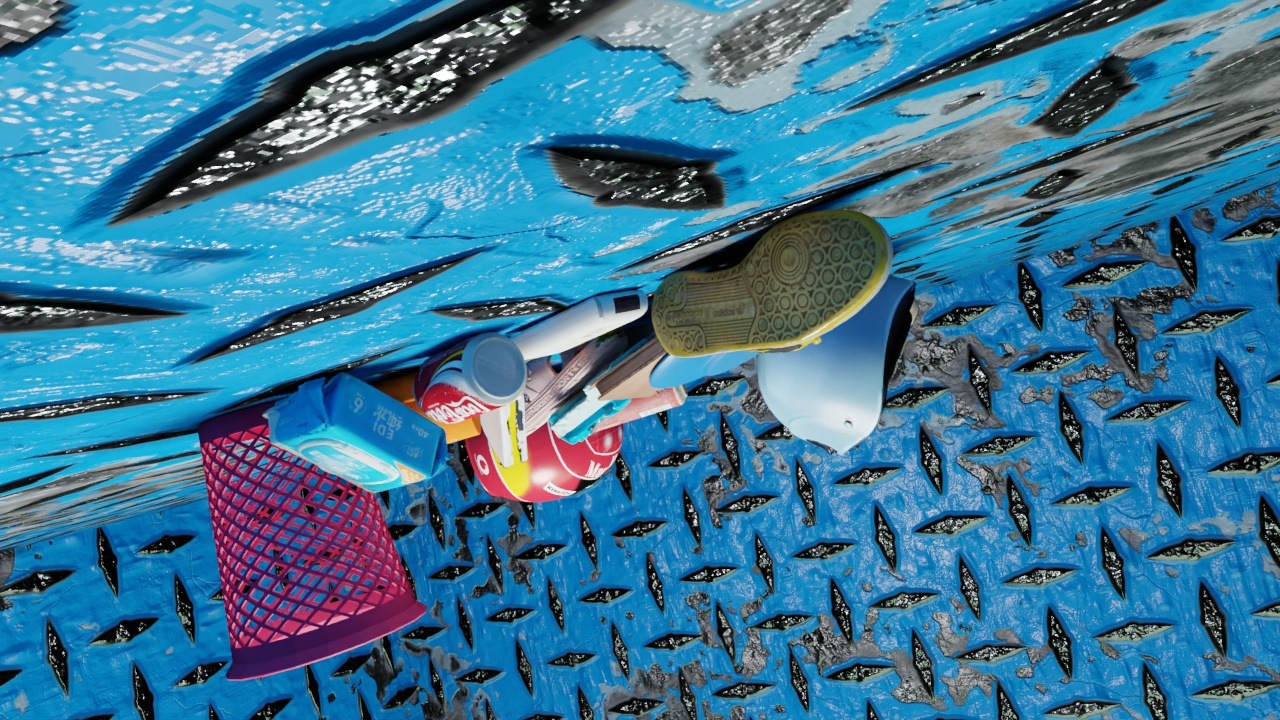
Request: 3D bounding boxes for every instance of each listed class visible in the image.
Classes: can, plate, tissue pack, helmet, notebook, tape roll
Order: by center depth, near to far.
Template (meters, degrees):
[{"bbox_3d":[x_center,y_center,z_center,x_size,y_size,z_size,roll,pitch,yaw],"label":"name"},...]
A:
[{"bbox_3d":[-0.150,0.017,0.793,0.064,0.064,0.105,-14,176,-43],"label":"can"},{"bbox_3d":[-0.247,0.066,0.797,0.093,0.061,0.144,-17,138,38],"label":"tissue pack"},{"bbox_3d":[0.111,-0.025,0.914,0.224,0.024,0.224,-30,167,-7],"label":"plate"},{"bbox_3d":[0.065,-0.026,0.921,0.211,0.022,0.169,-35,168,16],"label":"notebook"},{"bbox_3d":[0.231,-0.007,1.119,0.167,0.225,0.266,19,163,12],"label":"helmet"},{"bbox_3d":[-0.029,0.046,1.140,0.170,0.067,0.067,-18,177,8],"label":"can"},{"bbox_3d":[-0.014,-0.013,1.141,0.093,0.030,0.094,-16,166,-4],"label":"tape roll"},{"bbox_3d":[-0.137,0.113,1.450,0.225,0.197,0.270,-17,-175,25],"label":"helmet"}]

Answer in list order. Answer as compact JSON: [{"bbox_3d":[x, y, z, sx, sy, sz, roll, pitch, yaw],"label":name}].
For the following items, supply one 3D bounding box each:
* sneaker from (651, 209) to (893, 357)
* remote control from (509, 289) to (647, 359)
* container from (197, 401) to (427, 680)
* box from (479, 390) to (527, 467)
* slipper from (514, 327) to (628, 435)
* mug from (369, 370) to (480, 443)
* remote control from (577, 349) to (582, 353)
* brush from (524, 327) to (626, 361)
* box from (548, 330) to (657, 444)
[{"bbox_3d":[0.122,-0.053,0.697,0.121,0.086,0.239,-7,176,-35],"label":"sneaker"},{"bbox_3d":[-0.057,-0.030,0.796,0.139,0.025,0.060,-22,174,43],"label":"remote control"},{"bbox_3d":[-0.322,0.155,0.864,0.183,0.225,0.183,-16,177,-1],"label":"container"},{"bbox_3d":[-0.142,0.051,0.927,0.044,0.065,0.210,-15,158,-13],"label":"box"},{"bbox_3d":[-0.105,0.022,1.034,0.094,0.064,0.240,-34,174,-44],"label":"slipper"},{"bbox_3d":[-0.215,0.045,0.889,0.096,0.077,0.113,-16,167,-4],"label":"mug"},{"bbox_3d":[-0.030,-0.018,1.212,0.151,0.020,0.041,-15,-159,-21],"label":"remote control"},{"bbox_3d":[-0.081,-0.020,0.926,0.126,0.017,0.048,-16,177,6],"label":"brush"},{"bbox_3d":[-0.005,0.008,1.010,0.227,0.039,0.182,-37,168,-2],"label":"box"}]
